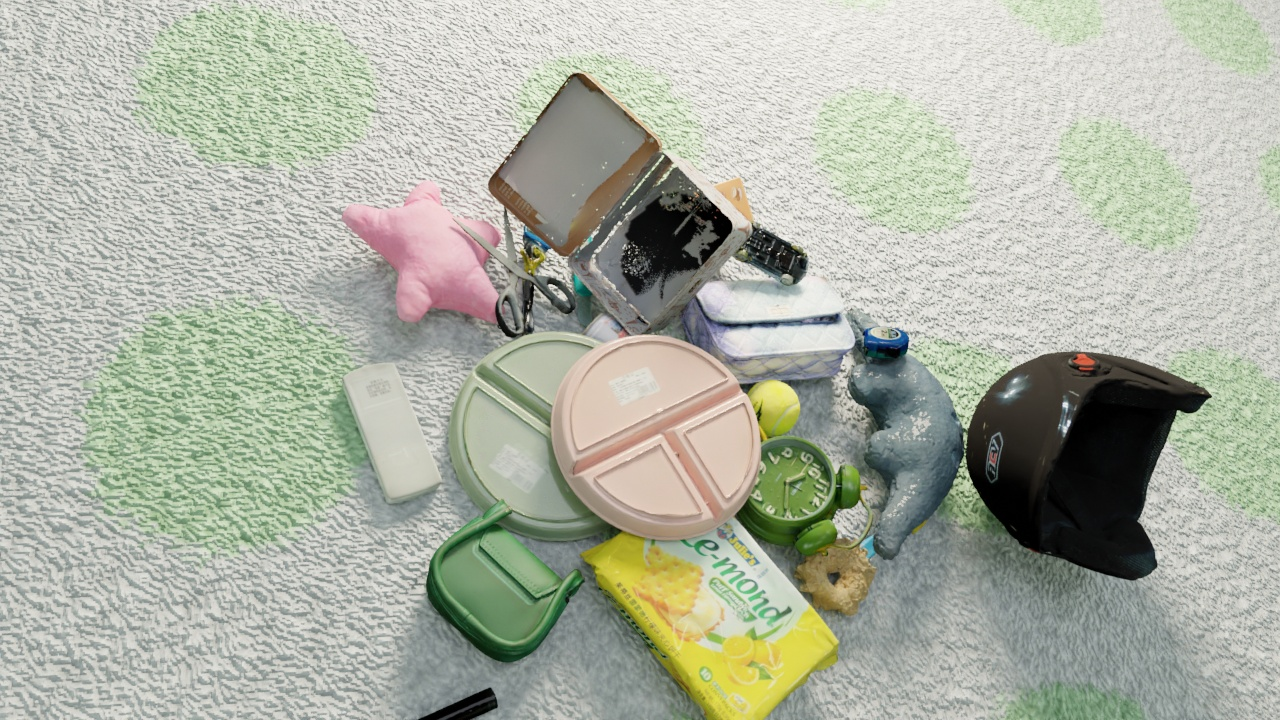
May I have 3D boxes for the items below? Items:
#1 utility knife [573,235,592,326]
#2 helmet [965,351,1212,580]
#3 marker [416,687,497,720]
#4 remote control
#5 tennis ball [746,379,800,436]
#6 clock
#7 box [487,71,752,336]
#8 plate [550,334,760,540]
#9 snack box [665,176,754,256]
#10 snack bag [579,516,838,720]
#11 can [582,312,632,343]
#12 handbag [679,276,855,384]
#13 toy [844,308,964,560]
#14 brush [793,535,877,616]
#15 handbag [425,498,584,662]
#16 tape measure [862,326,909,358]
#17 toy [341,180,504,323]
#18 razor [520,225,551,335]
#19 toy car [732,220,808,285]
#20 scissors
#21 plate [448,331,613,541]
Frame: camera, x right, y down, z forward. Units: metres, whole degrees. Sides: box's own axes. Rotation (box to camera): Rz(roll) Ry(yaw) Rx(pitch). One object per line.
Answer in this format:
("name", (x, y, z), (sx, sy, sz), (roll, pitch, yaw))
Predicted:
("utility knife", (-0.068, -0.123, 1.118), (0.029, 0.013, 0.192), (4, 61, -16))
("helmet", (0.484, 0.103, 1.037), (0.274, 0.234, 0.230), (-3, 17, -35))
("marker", (-0.191, 0.328, 0.819), (0.131, 0.022, 0.020), (-16, 105, -25))
("remote control", (-0.256, 0.073, 0.940), (0.058, 0.021, 0.150), (-17, 69, -26))
("tennis ball", (0.151, 0.055, 1.059), (0.065, 0.066, 0.065), (8, 60, -14))
("clock", (0.173, 0.146, 0.995), (0.161, 0.056, 0.116), (29, 66, 19))
("box", (-0.026, -0.177, 1.044), (0.262, 0.178, 0.088), (46, 20, 10))
("plate", (0.022, 0.071, 0.949), (0.229, 0.028, 0.229), (7, 62, -14))
("snack box", (0.073, -0.170, 1.129), (0.094, 0.093, 0.077), (-23, 100, -28))
("snack bag", (0.068, 0.250, 0.921), (0.157, 0.068, 0.246), (-33, 75, -31))
("can", (-0.006, 0.006, 1.042), (0.134, 0.053, 0.053), (41, 57, 7))
("handbag", (0.156, -0.043, 1.105), (0.193, 0.076, 0.134), (-5, 50, -22))
("toy", (0.310, 0.075, 1.082), (0.138, 0.092, 0.355), (7, 50, -9))
("brush", (0.269, 0.199, 1.039), (0.253, 0.046, 0.083), (-32, 71, -34))
("handbag", (-0.132, 0.211, 0.875), (0.131, 0.068, 0.120), (39, 60, 7))
("tape measure", (0.291, -0.020, 1.091), (0.054, 0.025, 0.058), (7, 27, 10))
("toy", (-0.219, -0.117, 1.031), (0.178, 0.075, 0.194), (-26, 76, -39))
("razor", (-0.129, -0.090, 1.074), (0.042, 0.022, 0.142), (24, 54, -36))
("toy car", (0.152, -0.127, 1.098), (0.105, 0.031, 0.049), (26, 77, -14))
("scissors", (-0.146, -0.100, 1.036), (0.177, 0.014, 0.159), (39, 42, -21))
("plate", (-0.086, 0.074, 0.966), (0.230, 0.027, 0.229), (3, 70, -8))
